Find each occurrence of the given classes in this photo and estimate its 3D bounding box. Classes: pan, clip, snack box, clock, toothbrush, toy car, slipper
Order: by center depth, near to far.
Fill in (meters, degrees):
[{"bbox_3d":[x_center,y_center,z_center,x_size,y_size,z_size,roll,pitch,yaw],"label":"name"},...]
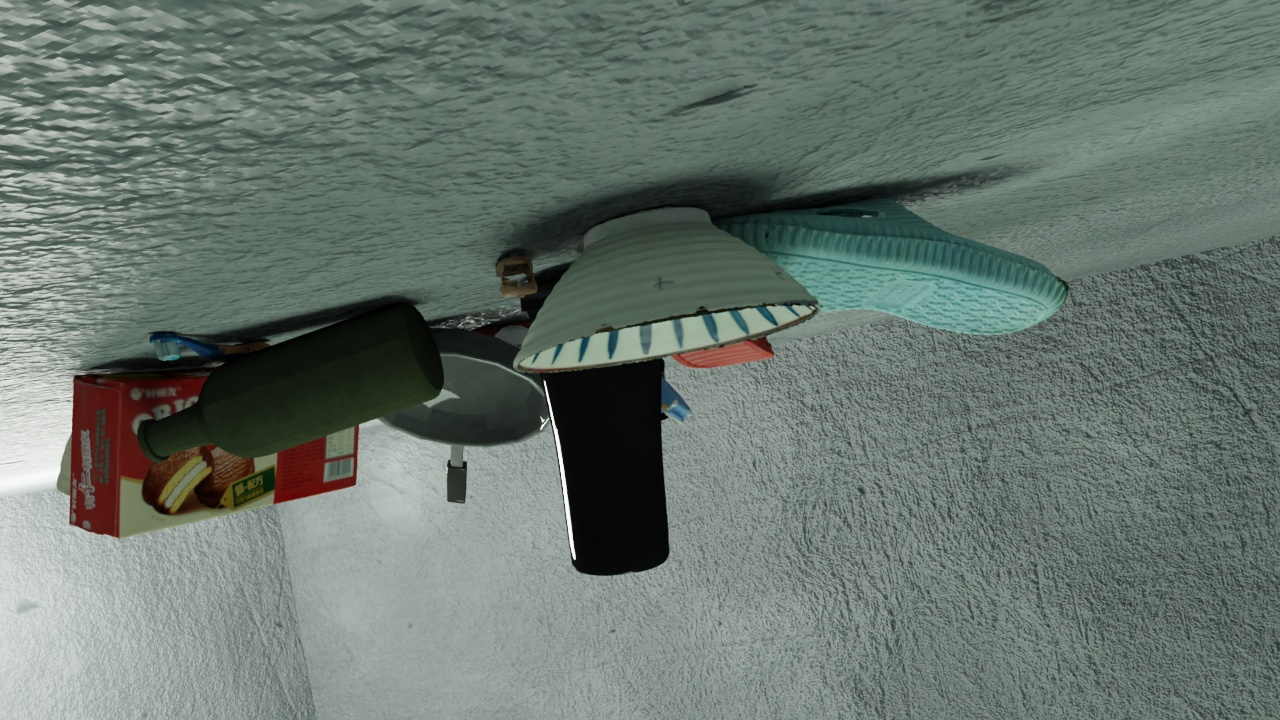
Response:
[{"bbox_3d":[-0.074,-0.047,0.558,0.025,0.049,0.061,-11,150,-11],"label":"clip"},{"bbox_3d":[0.151,-0.069,0.613,0.276,0.069,0.116,7,163,-10],"label":"slipper"},{"bbox_3d":[-0.287,-0.007,0.624,0.021,0.017,0.135,-14,177,6],"label":"toothbrush"},{"bbox_3d":[-0.333,0.063,0.748,0.060,0.113,0.236,7,-174,26],"label":"snack box"},{"bbox_3d":[-0.123,-0.010,0.901,0.138,0.048,0.096,-14,176,41],"label":"clock"},{"bbox_3d":[-0.181,0.067,0.910,0.178,0.041,0.358,8,149,-7],"label":"pan"},{"bbox_3d":[-0.005,0.005,0.921,0.055,0.153,0.056,-49,154,3],"label":"toy car"},{"bbox_3d":[0.067,-0.041,0.981,0.104,0.059,0.248,-12,162,27],"label":"slipper"}]

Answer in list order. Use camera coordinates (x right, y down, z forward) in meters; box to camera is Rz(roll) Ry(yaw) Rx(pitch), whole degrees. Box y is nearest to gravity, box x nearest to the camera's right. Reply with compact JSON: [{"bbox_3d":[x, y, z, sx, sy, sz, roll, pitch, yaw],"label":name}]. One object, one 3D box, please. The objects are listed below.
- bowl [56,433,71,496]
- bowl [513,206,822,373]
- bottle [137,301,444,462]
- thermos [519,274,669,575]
[{"bbox_3d":[-0.425,0.068,0.805,0.151,0.075,0.150,1,-173,0],"label":"bowl"},{"bbox_3d":[0.009,-0.043,0.526,0.177,0.071,0.177,-11,174,-1],"label":"bowl"},{"bbox_3d":[-0.244,0.024,0.635,0.207,0.071,0.071,-19,177,4],"label":"bottle"},{"bbox_3d":[-0.025,0.040,0.668,0.106,0.218,0.106,-6,-177,0],"label":"thermos"}]
